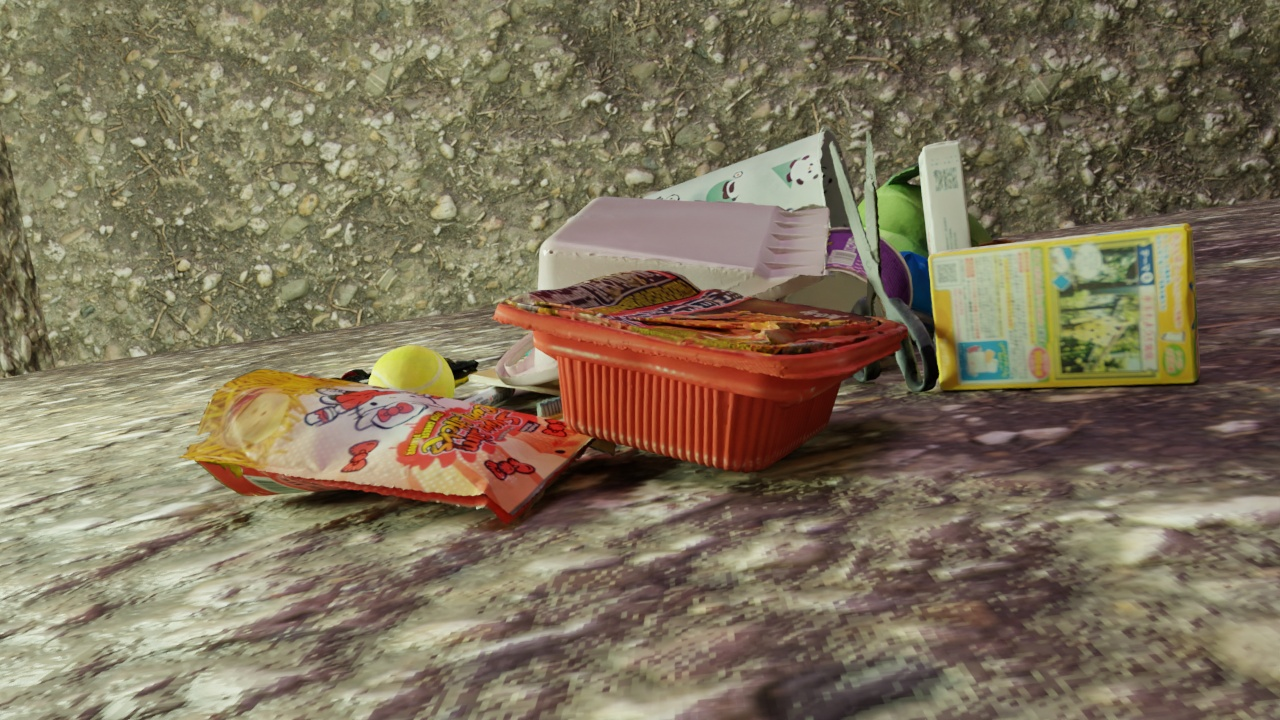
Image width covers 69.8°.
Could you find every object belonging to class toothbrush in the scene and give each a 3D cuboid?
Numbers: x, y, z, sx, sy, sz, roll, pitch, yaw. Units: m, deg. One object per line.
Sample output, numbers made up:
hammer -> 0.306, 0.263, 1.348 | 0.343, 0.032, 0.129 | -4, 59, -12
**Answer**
toothbrush -> -0.124, 0.050, 0.606 | 0.191, 0.018, 0.016 | -13, 7, -36

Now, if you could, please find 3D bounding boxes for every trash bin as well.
trash bin -> 0.142, -0.154, 1.177 | 0.252, 0.229, 0.229 | -10, 6, 24

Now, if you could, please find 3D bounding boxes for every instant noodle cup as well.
instant noodle cup -> 0.036, 0.001, 0.490 | 0.189, 0.079, 0.164 | 10, 13, 29
instant noodle cup -> 0.154, -0.042, 0.719 | 0.112, 0.111, 0.099 | -5, 17, 20

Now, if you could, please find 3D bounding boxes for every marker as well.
marker -> -0.132, 0.036, 0.744 | 0.017, 0.017, 0.145 | -6, 7, 13

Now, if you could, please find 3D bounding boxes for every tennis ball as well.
tennis ball -> -0.178, 0.021, 0.717 | 0.065, 0.065, 0.065 | -8, 7, 1

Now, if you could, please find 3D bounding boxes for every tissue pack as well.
tissue pack -> 0.239, -0.057, 0.827 | 0.157, 0.052, 0.095 | 14, -9, -35

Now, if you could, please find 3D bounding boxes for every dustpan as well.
dustpan -> 0.018, -0.047, 0.746 | 0.274, 0.139, 0.222 | 7, 23, 13

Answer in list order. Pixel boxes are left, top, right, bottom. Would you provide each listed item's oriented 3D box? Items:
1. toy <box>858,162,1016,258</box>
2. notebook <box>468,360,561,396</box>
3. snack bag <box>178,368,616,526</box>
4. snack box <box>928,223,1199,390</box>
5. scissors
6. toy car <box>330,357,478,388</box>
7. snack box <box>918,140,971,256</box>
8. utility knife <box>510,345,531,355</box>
toy -> 0.292, -0.102, 0.908 | 0.227, 0.090, 0.246 | 6, -20, 48
notebook -> -0.029, 0.004, 0.827 | 0.148, 0.008, 0.207 | 7, 15, 35
snack bag -> -0.130, 0.048, 0.497 | 0.208, 0.073, 0.128 | 3, 10, 20
snack box -> 0.246, -0.029, 0.541 | 0.141, 0.087, 0.033 | -3, 9, 36
scissors -> 0.154, -0.055, 0.601 | 0.014, 0.174, 0.160 | -14, -35, -17
toy car -> -0.221, 0.025, 0.828 | 0.156, 0.041, 0.071 | -9, 7, 3
snack box -> 0.225, -0.076, 0.666 | 0.027, 0.157, 0.084 | -6, 7, 15
utility knife -> -0.127, -0.010, 1.118 | 0.029, 0.013, 0.205 | -13, 11, -20
